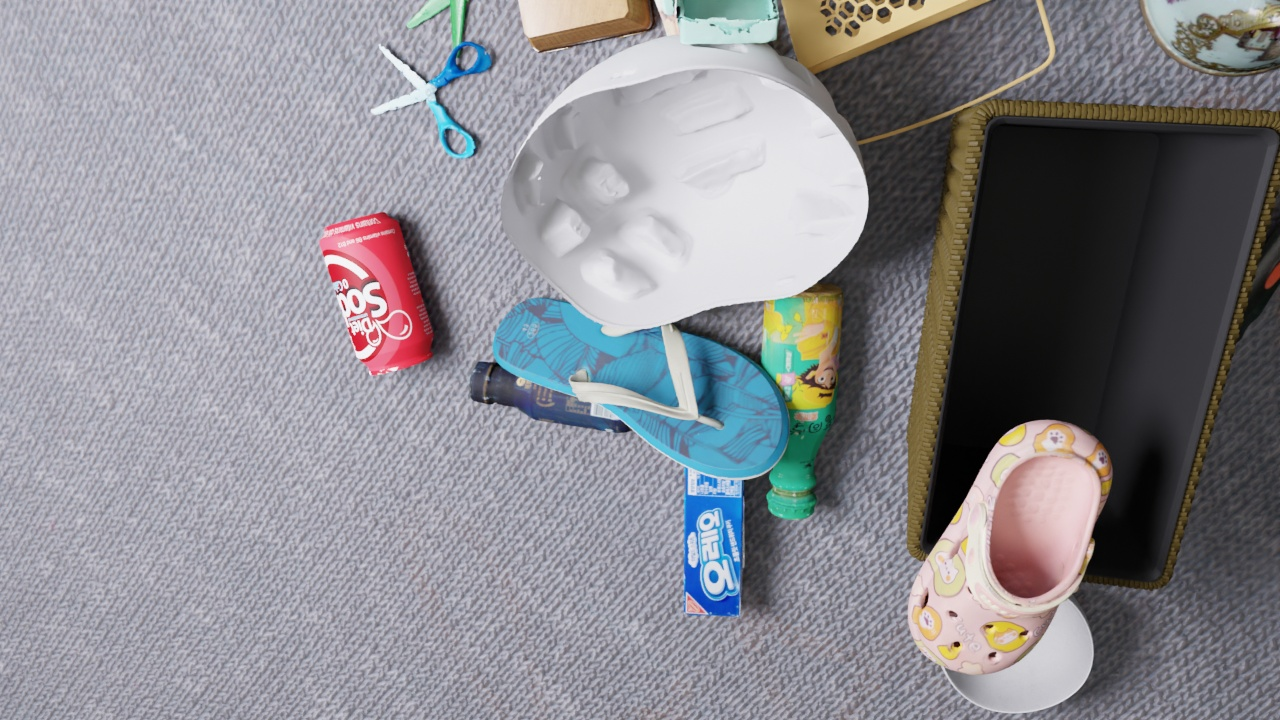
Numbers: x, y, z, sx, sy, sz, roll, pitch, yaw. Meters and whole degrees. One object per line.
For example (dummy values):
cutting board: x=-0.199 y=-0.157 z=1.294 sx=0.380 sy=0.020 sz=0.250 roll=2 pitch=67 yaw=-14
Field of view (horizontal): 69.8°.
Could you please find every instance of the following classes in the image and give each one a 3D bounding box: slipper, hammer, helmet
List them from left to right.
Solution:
slipper: x=-0.005 y=0.005 z=0.799 sx=0.295 sy=0.060 sz=0.118 roll=22 pitch=64 yaw=22
helmet: x=0.037 y=-0.141 z=0.702 sx=0.224 sy=0.183 sz=0.283 roll=36 pitch=156 yaw=-31
slipper: x=0.248 y=0.136 z=0.600 sx=0.093 sy=0.081 sz=0.198 roll=20 pitch=111 yaw=3
hammer: x=0.508 y=-0.091 z=0.723 sx=0.133 sy=0.033 sz=0.334 roll=19 pitch=111 yaw=-10

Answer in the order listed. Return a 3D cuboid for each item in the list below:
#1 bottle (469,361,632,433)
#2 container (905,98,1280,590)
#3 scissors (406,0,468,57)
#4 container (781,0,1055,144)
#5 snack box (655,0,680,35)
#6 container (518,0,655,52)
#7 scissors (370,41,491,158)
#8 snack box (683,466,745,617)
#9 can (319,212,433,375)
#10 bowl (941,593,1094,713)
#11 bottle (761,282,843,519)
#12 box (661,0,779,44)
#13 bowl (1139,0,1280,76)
bottle: x=-0.081 y=0.031 z=0.866 sx=0.161 sy=0.056 sz=0.056 roll=9 pitch=106 yaw=9
container: x=0.301 y=-0.032 z=0.681 sx=0.176 sy=0.204 sz=0.321 roll=5 pitch=111 yaw=10
scissors: x=-0.165 y=-0.338 z=0.810 sx=0.128 sy=0.012 sz=0.121 roll=-29 pitch=100 yaw=18
container: x=0.203 y=-0.263 z=0.694 sx=0.184 sy=0.129 sz=0.167 roll=-19 pitch=103 yaw=15
snack box: x=0.026 y=-0.375 z=0.748 sx=0.077 sy=0.044 sz=0.273 roll=-18 pitch=101 yaw=16
container: x=-0.051 y=-0.302 z=0.771 sx=0.114 sy=0.061 sz=0.063 roll=-7 pitch=103 yaw=13
scissors: x=-0.186 y=-0.249 z=0.837 sx=0.127 sy=0.014 sz=0.129 roll=43 pitch=113 yaw=-1
snack box: x=0.069 y=0.127 z=0.861 sx=0.059 sy=0.059 sz=0.226 roll=0 pitch=105 yaw=7
can: x=-0.247 y=-0.063 z=0.865 sx=0.074 sy=0.074 sz=0.142 roll=-12 pitch=101 yaw=14
bowl: x=0.334 y=0.245 z=0.834 sx=0.132 sy=0.064 sz=0.132 roll=3 pitch=105 yaw=11
bottle: x=0.140 y=0.037 z=0.817 sx=0.068 sy=0.068 sz=0.210 roll=3 pitch=105 yaw=10
box: x=0.049 y=-0.300 z=0.635 sx=0.078 sy=0.186 sz=0.110 roll=-13 pitch=131 yaw=15
bowl: x=0.457 y=-0.289 z=0.656 sx=0.160 sy=0.093 sz=0.160 roll=3 pitch=105 yaw=11
